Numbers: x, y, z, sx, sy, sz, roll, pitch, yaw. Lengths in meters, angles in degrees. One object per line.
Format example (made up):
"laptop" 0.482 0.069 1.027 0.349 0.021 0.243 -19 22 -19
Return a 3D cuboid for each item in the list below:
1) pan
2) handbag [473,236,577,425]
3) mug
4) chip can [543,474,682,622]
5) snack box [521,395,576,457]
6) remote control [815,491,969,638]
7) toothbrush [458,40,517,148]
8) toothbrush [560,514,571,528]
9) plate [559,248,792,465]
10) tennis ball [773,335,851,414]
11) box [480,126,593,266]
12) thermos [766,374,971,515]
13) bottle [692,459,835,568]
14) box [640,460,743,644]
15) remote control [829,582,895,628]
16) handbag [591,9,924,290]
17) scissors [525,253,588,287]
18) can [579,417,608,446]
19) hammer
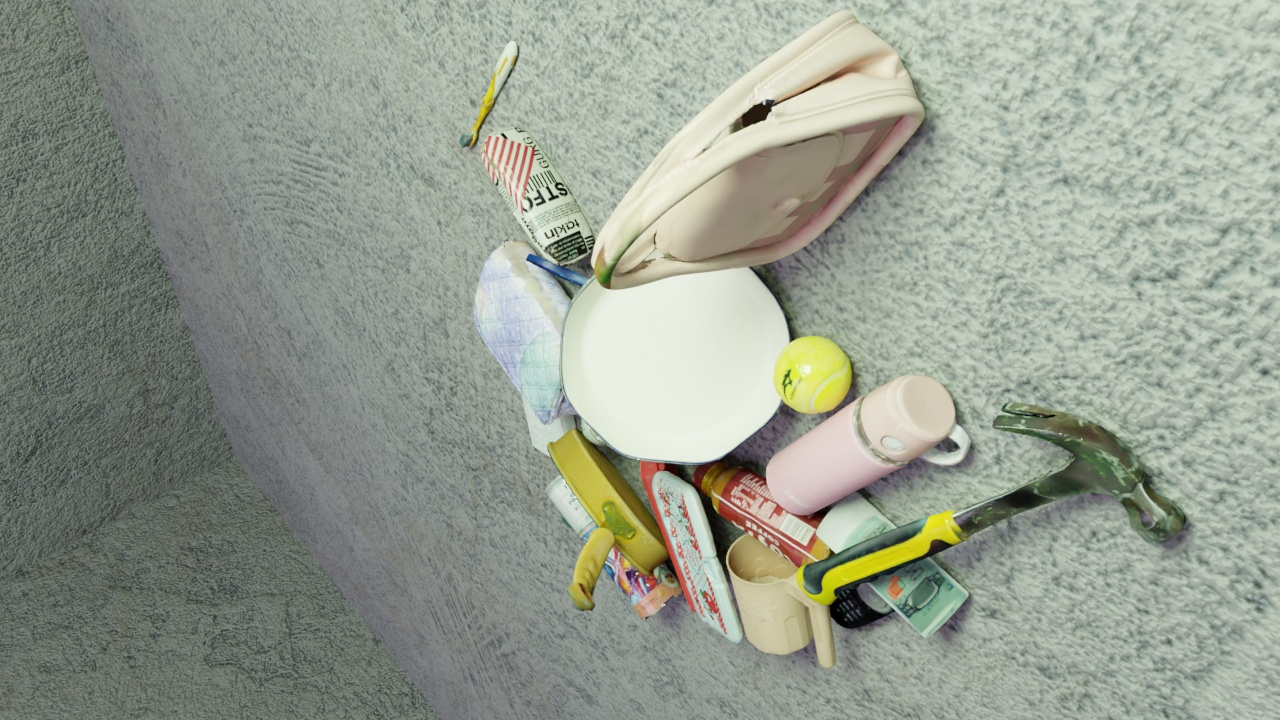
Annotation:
"pan" -0.043 0.183 1.006 0.197 0.078 0.357 51 180 -7
"handbag" -0.116 -0.032 1.064 0.194 0.075 0.134 53 142 25
"mug" 0.151 0.246 0.940 0.125 0.084 0.104 28 140 51
"chip can" -0.035 0.235 1.202 0.214 0.071 0.071 51 148 11
"snack box" -0.123 0.065 1.221 0.085 0.026 0.157 28 137 40
"remote control" 0.222 0.180 0.818 0.135 0.056 0.019 44 -174 23
"toothbrush" -0.167 -0.283 0.995 0.016 0.018 0.192 55 148 3
"toothbrush" -0.049 0.271 1.302 0.192 0.018 0.016 35 141 33
"plate" 0.031 -0.007 0.824 0.045 0.205 0.205 -83 -29 -75
"tennis ball" 0.144 0.012 0.771 0.065 0.065 0.066 34 141 33
"box" -0.107 -0.174 0.963 0.164 0.068 0.052 56 157 -1
"thermos" 0.189 0.079 0.774 0.087 0.067 0.199 36 146 -5
"bottle" 0.127 0.153 0.921 0.175 0.057 0.057 30 139 38
"box" 0.054 0.201 1.016 0.161 0.058 0.201 -128 18 -70
"remote control" 0.220 0.223 0.884 0.053 0.024 0.137 53 148 13
"handbag" 0.059 -0.118 0.618 0.093 0.233 0.194 55 148 10
"scissors" -0.044 -0.077 0.988 0.172 0.012 0.133 25 -179 0
"can" -0.008 0.069 1.036 0.147 0.058 0.058 -6 111 55
"hammer" 0.234 0.131 0.717 0.126 0.031 0.324 48 138 -1
